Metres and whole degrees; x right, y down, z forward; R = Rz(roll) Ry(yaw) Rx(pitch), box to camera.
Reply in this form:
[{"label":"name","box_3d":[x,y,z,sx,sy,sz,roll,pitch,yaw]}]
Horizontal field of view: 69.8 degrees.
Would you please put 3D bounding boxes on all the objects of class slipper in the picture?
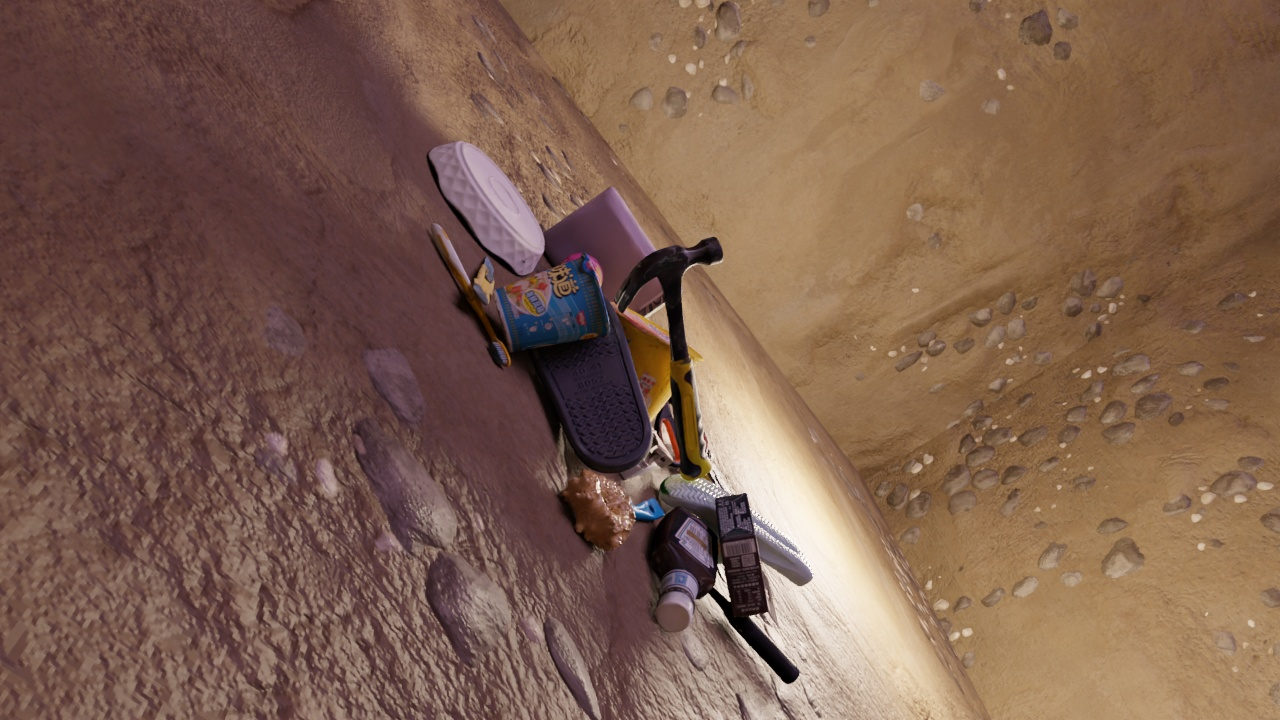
[{"label":"slipper","box_3d":[0.120,0.229,1.204,0.245,0.074,0.104,34,11,-13]},{"label":"slipper","box_3d":[-0.058,0.032,1.042,0.083,0.110,0.267,86,-13,-48]}]

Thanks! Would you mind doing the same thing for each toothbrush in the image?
[{"label":"toothbrush","box_3d":[0.119,0.311,1.106,0.212,0.026,0.027,49,26,-13]},{"label":"toothbrush","box_3d":[-0.186,-0.072,0.982,0.191,0.016,0.018,60,22,18]}]

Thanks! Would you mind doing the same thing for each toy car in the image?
[{"label":"toy car","box_3d":[0.101,0.176,1.356,0.155,0.041,0.071,57,12,29]}]

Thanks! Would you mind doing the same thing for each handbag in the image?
[{"label":"handbag","box_3d":[-0.044,-0.148,1.421,0.197,0.145,0.098,56,15,0]}]

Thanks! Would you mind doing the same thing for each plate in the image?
[{"label":"plate","box_3d":[-0.198,-0.209,1.228,0.205,0.046,0.204,51,13,-17]}]

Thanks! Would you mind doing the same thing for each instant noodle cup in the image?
[{"label":"instant noodle cup","box_3d":[-0.007,0.007,1.158,0.138,0.110,0.138,32,8,-5]},{"label":"instant noodle cup","box_3d":[-0.100,-0.058,1.001,0.099,0.110,0.099,163,-89,-81]}]

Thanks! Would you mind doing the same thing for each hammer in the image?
[{"label":"hammer","box_3d":[0.046,0.014,1.086,0.032,0.126,0.324,-121,-161,-54]}]

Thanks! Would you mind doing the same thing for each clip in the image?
[{"label":"clip","box_3d":[0.015,0.106,1.109,0.071,0.035,0.100,57,8,12]}]

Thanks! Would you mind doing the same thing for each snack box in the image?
[{"label":"snack box","box_3d":[0.125,0.238,1.091,0.113,0.053,0.126,-85,166,-74]},{"label":"snack box","box_3d":[-0.009,0.103,1.163,0.084,0.027,0.156,57,12,10]}]

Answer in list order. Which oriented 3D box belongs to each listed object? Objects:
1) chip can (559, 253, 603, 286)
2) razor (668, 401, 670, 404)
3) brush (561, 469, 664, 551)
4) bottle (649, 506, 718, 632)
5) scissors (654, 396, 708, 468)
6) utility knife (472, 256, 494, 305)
[{"label":"chip can","box_3d":[-0.093,-0.095,1.264,0.071,0.071,0.210,52,12,-13]},{"label":"razor","box_3d":[0.022,0.047,1.386,0.067,0.062,0.167,65,17,-4]},{"label":"brush","box_3d":[-0.017,0.159,0.976,0.083,0.046,0.254,55,8,17]},{"label":"bottle","box_3d":[0.045,0.227,0.995,0.080,0.044,0.194,39,17,-4]},{"label":"scissors","box_3d":[0.026,0.045,1.304,0.235,0.022,0.141,55,47,-9]},{"label":"utility knife","box_3d":[-0.178,-0.093,1.043,0.031,0.022,0.210,64,-3,-17]}]
